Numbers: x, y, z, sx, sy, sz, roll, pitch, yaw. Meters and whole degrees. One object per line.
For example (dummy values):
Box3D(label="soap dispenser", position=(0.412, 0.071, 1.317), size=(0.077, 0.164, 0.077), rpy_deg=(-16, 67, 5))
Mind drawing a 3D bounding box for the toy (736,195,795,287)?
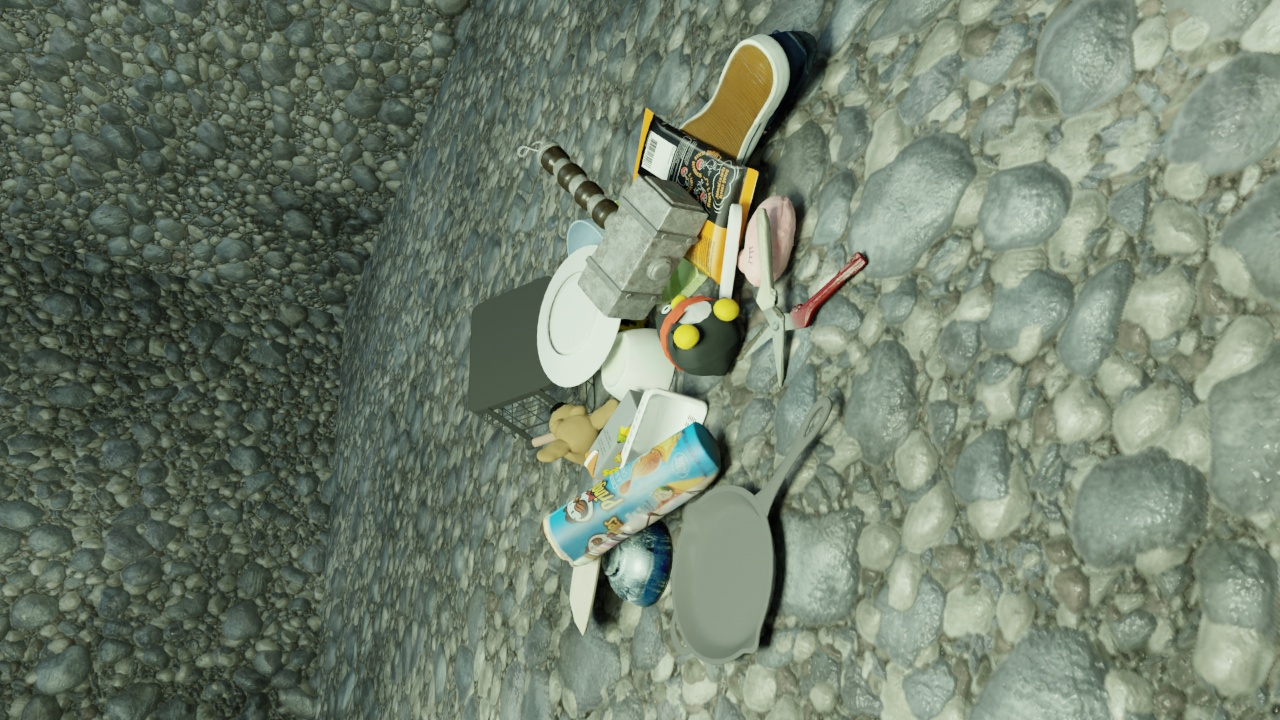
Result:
Box3D(label="toy", position=(0.144, -0.138, 1.075), size=(0.105, 0.053, 0.108), rpy_deg=(-176, 97, -78))

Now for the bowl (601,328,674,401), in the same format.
Box3D(label="bowl", position=(-0.008, 0.007, 1.273), size=(0.117, 0.065, 0.116), rpy_deg=(-37, 46, 52))

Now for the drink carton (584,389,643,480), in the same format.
Box3D(label="drink carton", position=(-0.015, 0.106, 1.235), size=(0.125, 0.076, 0.048), rpy_deg=(-57, 32, 25))

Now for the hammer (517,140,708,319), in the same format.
Box3D(label="hammer", position=(-0.063, -0.215, 1.223), size=(0.326, 0.079, 0.177), rpy_deg=(49, 121, 32))

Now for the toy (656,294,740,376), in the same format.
Box3D(label="toy", position=(0.064, -0.035, 1.118), size=(0.119, 0.097, 0.100), rpy_deg=(37, 156, 49))

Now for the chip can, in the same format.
Box3D(label="chip can", position=(-0.006, 0.164, 1.104), size=(0.230, 0.080, 0.079), rpy_deg=(-34, 42, 16))

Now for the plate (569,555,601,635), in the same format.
Box3D(label="plate", position=(-0.073, 0.271, 1.236), size=(0.189, 0.027, 0.188), rpy_deg=(-173, 93, -86))

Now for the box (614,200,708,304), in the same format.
Box3D(label="box", position=(0.032, -0.162, 1.289), size=(0.130, 0.064, 0.187), rpy_deg=(-16, 54, 11))

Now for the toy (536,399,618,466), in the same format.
Box3D(label="toy", position=(-0.087, 0.110, 1.306), size=(0.106, 0.134, 0.108), rpy_deg=(48, 167, 29))

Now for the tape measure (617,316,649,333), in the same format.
Box3D(label="tape measure", position=(-0.029, -0.048, 1.345), size=(0.067, 0.062, 0.038), rpy_deg=(-32, 49, 56))

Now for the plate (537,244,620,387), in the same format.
Box3D(label="plate", position=(-0.094, -0.066, 1.313), size=(0.209, 0.015, 0.208), rpy_deg=(-20, 64, 48))

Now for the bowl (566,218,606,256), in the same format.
Box3D(label="bowl", position=(-0.040, -0.149, 1.377), size=(0.150, 0.074, 0.151), rpy_deg=(43, 147, 38))

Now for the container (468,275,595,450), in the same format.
Box3D(label="container", position=(-0.170, 0.001, 1.476), size=(0.163, 0.130, 0.240), rpy_deg=(-20, 55, 22))

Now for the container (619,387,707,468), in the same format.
Box3D(label="container", position=(0.024, 0.096, 1.163), size=(0.049, 0.080, 0.129), rpy_deg=(-125, 53, -70))

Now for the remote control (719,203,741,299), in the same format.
Box3D(label="remote control", position=(0.109, -0.124, 1.116), size=(0.043, 0.013, 0.137), rpy_deg=(-87, 1, -61))

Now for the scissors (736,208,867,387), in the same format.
Box3D(label="scissors", position=(0.156, -0.079, 1.004), size=(0.199, 0.015, 0.179), rpy_deg=(-40, 70, 38))

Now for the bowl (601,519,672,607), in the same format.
Box3D(label="bowl", position=(-0.014, 0.255, 1.172), size=(0.115, 0.060, 0.114), rpy_deg=(-35, 49, 52))

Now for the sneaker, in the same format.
Box3D(label="sneaker", position=(0.134, -0.311, 1.157), size=(0.120, 0.127, 0.295), rpy_deg=(56, 151, 9))

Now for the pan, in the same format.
Box3D(label="pan", position=(0.120, 0.184, 0.987), size=(0.355, 0.024, 0.216), rpy_deg=(-63, 29, 24))

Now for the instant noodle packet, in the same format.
Box3D(label="instant noodle packet", position=(0.059, -0.210, 1.190), size=(0.221, 0.032, 0.160), rpy_deg=(41, 132, 38))
